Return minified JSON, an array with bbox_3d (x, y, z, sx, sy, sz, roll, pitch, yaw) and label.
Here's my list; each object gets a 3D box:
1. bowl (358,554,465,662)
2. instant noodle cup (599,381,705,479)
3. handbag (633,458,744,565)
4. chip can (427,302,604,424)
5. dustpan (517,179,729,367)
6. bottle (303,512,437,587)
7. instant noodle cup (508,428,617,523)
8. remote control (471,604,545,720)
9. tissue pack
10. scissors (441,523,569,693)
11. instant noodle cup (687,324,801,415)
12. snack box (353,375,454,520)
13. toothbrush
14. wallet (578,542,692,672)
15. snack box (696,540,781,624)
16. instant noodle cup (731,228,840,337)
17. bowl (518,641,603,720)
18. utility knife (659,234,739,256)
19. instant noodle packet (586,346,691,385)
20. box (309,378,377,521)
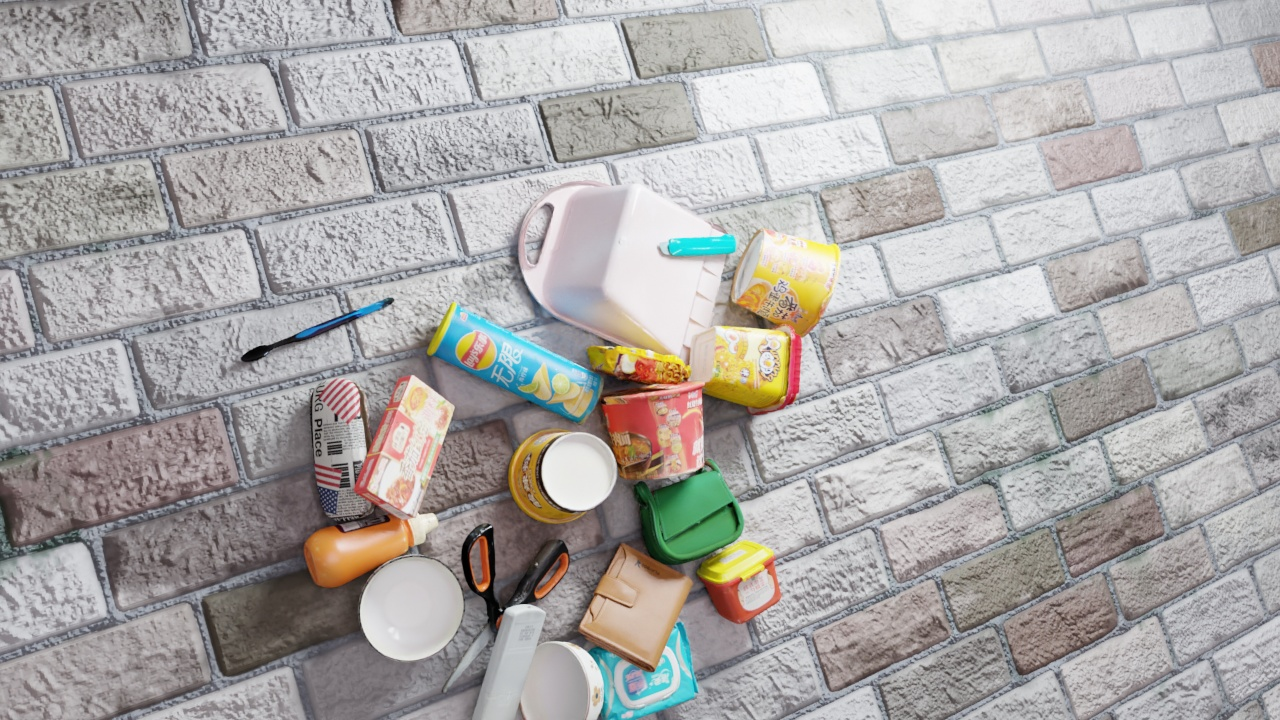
[{"bbox_3d":[-0.263,0.279,1.046,0.116,0.066,0.116,4,79,-20],"label":"bowl"},{"bbox_3d":[0.022,0.088,1.160,0.137,0.138,0.108,-9,92,-23],"label":"instant noodle cup"},{"bbox_3d":[0.062,0.198,1.192,0.131,0.068,0.120,-16,79,-22],"label":"handbag"},{"bbox_3d":[-0.153,0.006,1.135,0.210,0.071,0.071,27,72,-15],"label":"chip can"},{"bbox_3d":[-0.022,-0.128,1.245,0.273,0.139,0.222,34,65,-43],"label":"dustpan"},{"bbox_3d":[-0.303,0.207,1.049,0.149,0.067,0.066,-17,87,-31],"label":"bottle"},{"bbox_3d":[-0.090,0.138,1.113,0.118,0.115,0.118,4,80,-21],"label":"instant noodle cup"},{"bbox_3d":[-0.154,0.358,1.068,0.058,0.021,0.150,17,90,-52],"label":"remote control"},{"bbox_3d":[0.005,0.388,1.139,0.133,0.050,0.093,-13,84,-24],"label":"tissue pack"},{"bbox_3d":[-0.160,0.283,1.073,0.220,0.022,0.234,-32,124,-44],"label":"scissors"},{"bbox_3d":[0.135,0.006,1.222,0.123,0.116,0.116,10,77,-20],"label":"instant noodle cup"},{"bbox_3d":[-0.270,0.100,1.059,0.075,0.026,0.152,45,46,-39],"label":"snack box"},{"bbox_3d":[-0.380,-0.037,1.089,0.189,0.016,0.014,-26,81,-26],"label":"toothbrush"},{"bbox_3d":[-0.005,0.303,1.134,0.108,0.031,0.131,28,50,4],"label":"wallet"},{"bbox_3d":[0.133,0.289,1.193,0.091,0.082,0.080,-24,99,-23],"label":"snack box"},{"bbox_3d":[0.196,-0.114,1.264,0.110,0.138,0.137,20,74,-9],"label":"instant noodle cup"},{"bbox_3d":[-0.085,0.389,1.084,0.062,0.114,0.113,15,73,-52],"label":"bowl"},{"bbox_3d":[0.082,-0.157,1.248,0.165,0.013,0.029,-9,94,-45],"label":"utility knife"},{"bbox_3d":[-0.007,0.007,1.161,0.110,0.128,0.044,14,87,-17],"label":"instant noodle packet"},{"bbox_3d":[-0.340,0.101,1.040,0.075,0.082,0.163,-6,85,-17],"label":"box"}]
